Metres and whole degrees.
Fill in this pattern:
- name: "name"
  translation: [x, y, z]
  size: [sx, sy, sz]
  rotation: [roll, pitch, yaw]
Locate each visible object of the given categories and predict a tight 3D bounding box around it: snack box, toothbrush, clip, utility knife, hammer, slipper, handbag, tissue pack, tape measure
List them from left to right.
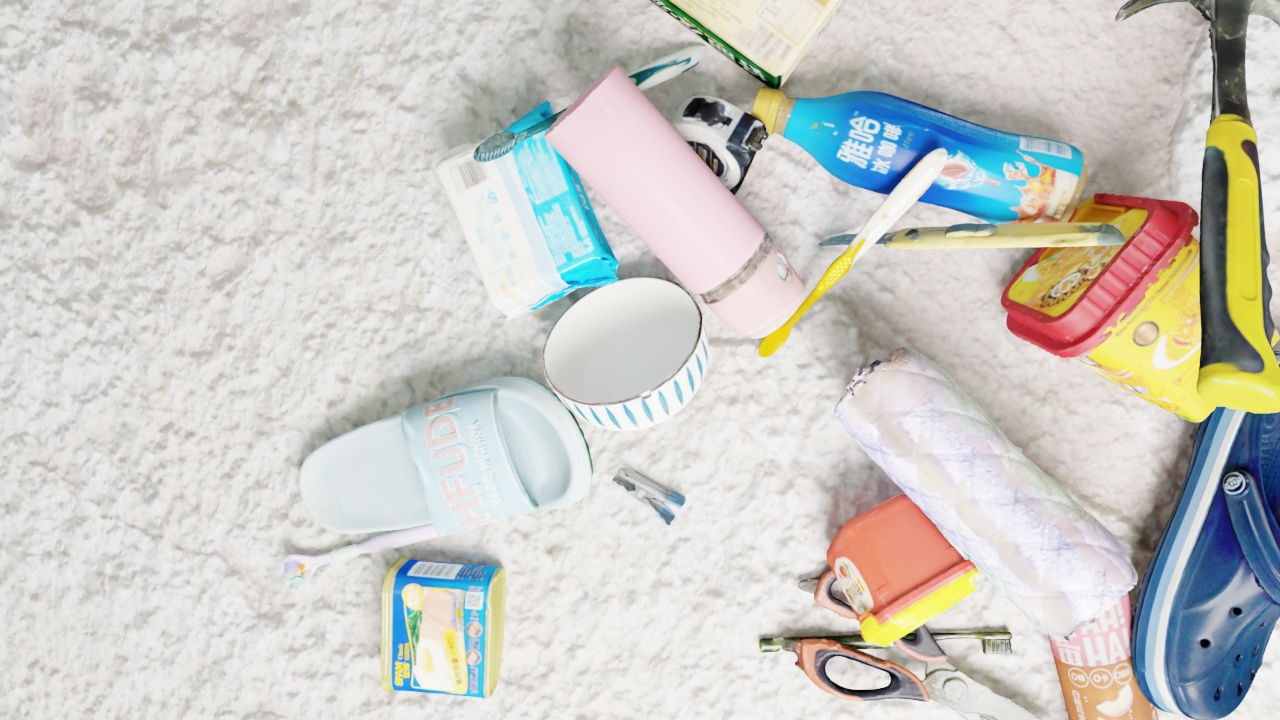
- name: "toothbrush"
  translation: [-0.193, 0.143, 0.725]
  size: [0.189, 0.021, 0.029]
  rotation: [-17, 109, 7]
- name: "slipper"
  translation: [-0.154, 0.079, 0.676]
  size: [0.246, 0.074, 0.104]
  rotation: [-13, 95, 18]
- name: "tissue pack"
  translation: [-0.079, -0.105, 0.657]
  size: [0.090, 0.063, 0.140]
  rotation: [-24, 87, 10]
- name: "toothbrush"
  translation: [-0.030, -0.179, 0.626]
  size: [0.191, 0.018, 0.016]
  rotation: [-30, 91, -18]
- name: "clip"
  translation: [0.005, 0.101, 0.693]
  size: [0.058, 0.026, 0.041]
  rotation: [32, 107, 3]
- name: "snack box"
  translation: [0.033, -0.301, 0.621]
  size: [0.240, 0.063, 0.114]
  rotation: [36, 99, 2]
- name: "tape measure"
  translation: [0.049, -0.150, 0.634]
  size: [0.066, 0.066, 0.033]
  rotation: [30, 66, 1]
- name: "toothbrush"
  translation: [0.141, -0.070, 0.628]
  size: [0.016, 0.018, 0.192]
  rotation: [35, 120, -5]
- name: "toothbrush"
  translation: [0.182, 0.214, 0.689]
  size: [0.186, 0.012, 0.017]
  rotation: [-4, 83, 8]
- name: "snack box"
  translation: [0.177, 0.144, 0.636]
  size: [0.082, 0.091, 0.080]
  rotation: [-25, 66, -12]
- name: "utility knife"
  translation: [0.211, -0.080, 0.606]
  size: [0.199, 0.030, 0.021]
  rotation: [-1, 119, 39]
- name: "handbag"
  translation: [0.217, 0.078, 0.590]
  size: [0.076, 0.134, 0.194]
  rotation: [-47, 72, 12]
- name: "hammer"
  translation: [0.340, -0.118, 0.533]
  size: [0.126, 0.032, 0.322]
  rotation: [15, 63, 5]
- name: "slipper"
  translation: [0.408, 0.120, 0.597]
  size: [0.105, 0.095, 0.253]
  rotation: [15, 92, -22]

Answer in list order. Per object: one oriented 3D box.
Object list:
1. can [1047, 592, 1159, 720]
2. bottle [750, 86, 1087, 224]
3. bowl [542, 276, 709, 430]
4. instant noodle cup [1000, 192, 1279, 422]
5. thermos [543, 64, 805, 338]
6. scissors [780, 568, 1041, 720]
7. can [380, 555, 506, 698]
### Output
- name: "can"
  translation: [0.324, 0.212, 0.648]
  size: [0.058, 0.058, 0.147]
  rotation: [-15, 94, 9]
- name: "bottle"
  translation: [0.181, -0.140, 0.620]
  size: [0.219, 0.065, 0.065]
  rotation: [17, 98, 5]
- name: "bowl"
  translation: [-0.004, 0.004, 0.650]
  size: [0.116, 0.116, 0.066]
  rotation: [-17, 136, 9]
- name: "instant noodle cup"
  translation: [0.325, -0.031, 0.597]
  size: [0.123, 0.116, 0.116]
  rotation: [36, 100, -10]
- name: "thermos"
  translation: [0.031, -0.105, 0.614]
  size: [0.198, 0.087, 0.067]
  rotation: [43, 133, -17]
- name: "scissors"
  translation: [0.206, 0.241, 0.667]
  size: [0.197, 0.015, 0.205]
  rotation: [-19, 80, 5]
- name: "can"
  translation: [-0.151, 0.207, 0.710]
  size: [0.083, 0.057, 0.102]
  rotation: [4, 98, 4]
